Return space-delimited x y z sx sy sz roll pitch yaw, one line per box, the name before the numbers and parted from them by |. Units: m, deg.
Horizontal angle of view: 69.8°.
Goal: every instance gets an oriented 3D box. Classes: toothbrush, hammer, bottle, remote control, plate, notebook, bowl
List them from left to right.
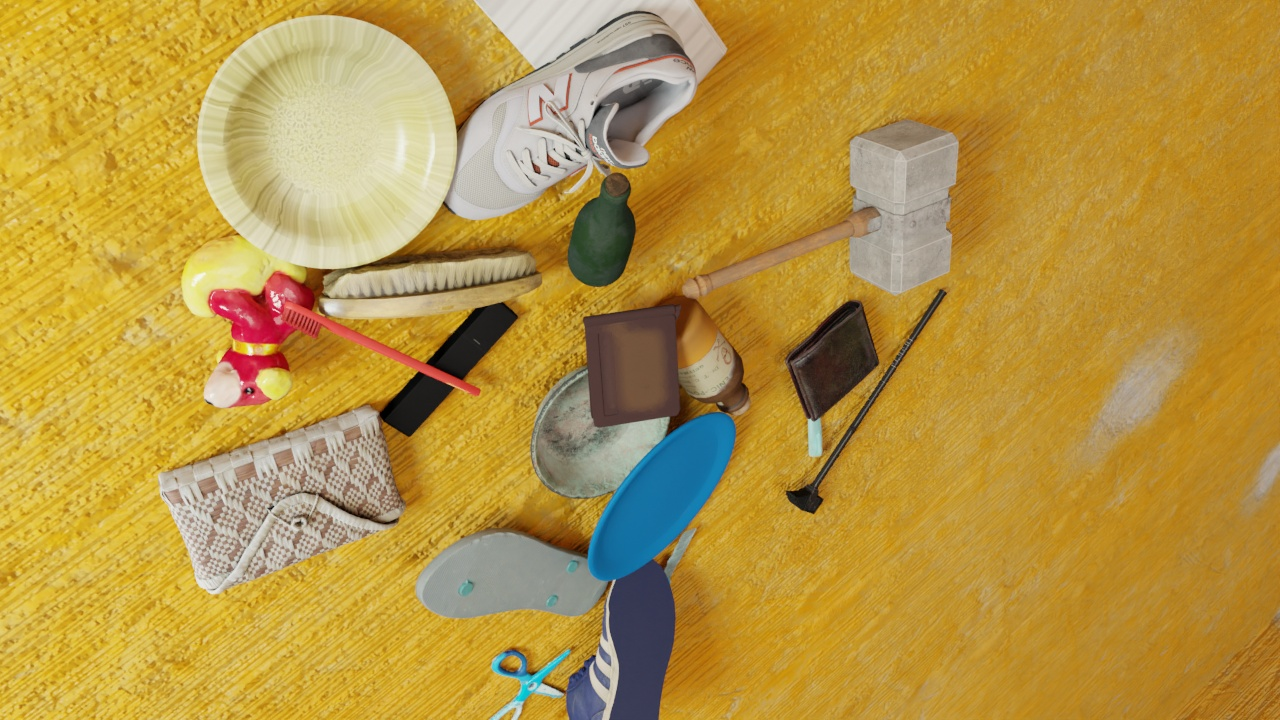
plate | -0.232 -0.162 0.687 0.184 0.036 0.185 -15 122 -26
toothbrush | -0.209 -0.001 0.766 0.212 0.012 0.018 32 71 -50
remote control | -0.173 0.004 0.833 0.150 0.013 0.034 -48 134 -1
bowl | -0.046 0.063 0.931 0.157 0.038 0.158 -15 122 -26
bottle | -0.029 -0.113 0.766 0.055 0.174 0.055 2 77 -8
notebook | -0.028 -0.284 0.770 0.142 0.009 0.209 -48 130 0
plate | 0.020 0.143 0.992 0.223 0.024 0.225 -37 149 -27
bottle | 0.068 0.005 0.953 0.068 0.068 0.157 -45 130 -4
hammer | 0.179 -0.122 0.943 0.317 0.083 0.163 -22 125 -21
hammer | 0.285 0.049 1.142 0.325 0.015 0.095 -57 147 3

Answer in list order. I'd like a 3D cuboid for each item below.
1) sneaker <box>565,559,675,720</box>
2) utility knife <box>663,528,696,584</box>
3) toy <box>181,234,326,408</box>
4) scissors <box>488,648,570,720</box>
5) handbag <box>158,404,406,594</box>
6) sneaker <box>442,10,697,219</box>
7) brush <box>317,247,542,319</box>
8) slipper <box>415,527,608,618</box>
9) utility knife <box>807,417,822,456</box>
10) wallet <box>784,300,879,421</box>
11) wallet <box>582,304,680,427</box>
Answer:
sneaker | -0.028 0.351 1.087 0.091 0.119 0.232 9 75 -25
utility knife | 0.014 0.294 1.113 0.031 0.015 0.222 15 109 -39
toy | -0.295 -0.033 0.710 0.105 0.067 0.137 -5 105 -33
scissors | -0.137 0.377 1.063 0.134 0.011 0.140 -39 131 -6
handbag | -0.301 0.122 0.794 0.185 0.047 0.124 -20 123 -23
sneaker | -0.051 -0.183 0.726 0.240 0.124 0.089 -40 130 -1
brush | -0.171 -0.066 0.765 0.195 0.059 0.043 -11 110 -32
slipper | -0.129 0.217 0.964 0.268 0.055 0.098 21 100 -50
utility knife | 0.209 0.052 1.104 0.022 0.015 0.166 -33 130 -30
wallet | 0.225 0.000 1.071 0.119 0.031 0.099 -40 127 -17
wallet | -0.005 0.005 0.872 0.091 0.018 0.116 -8 119 -10
